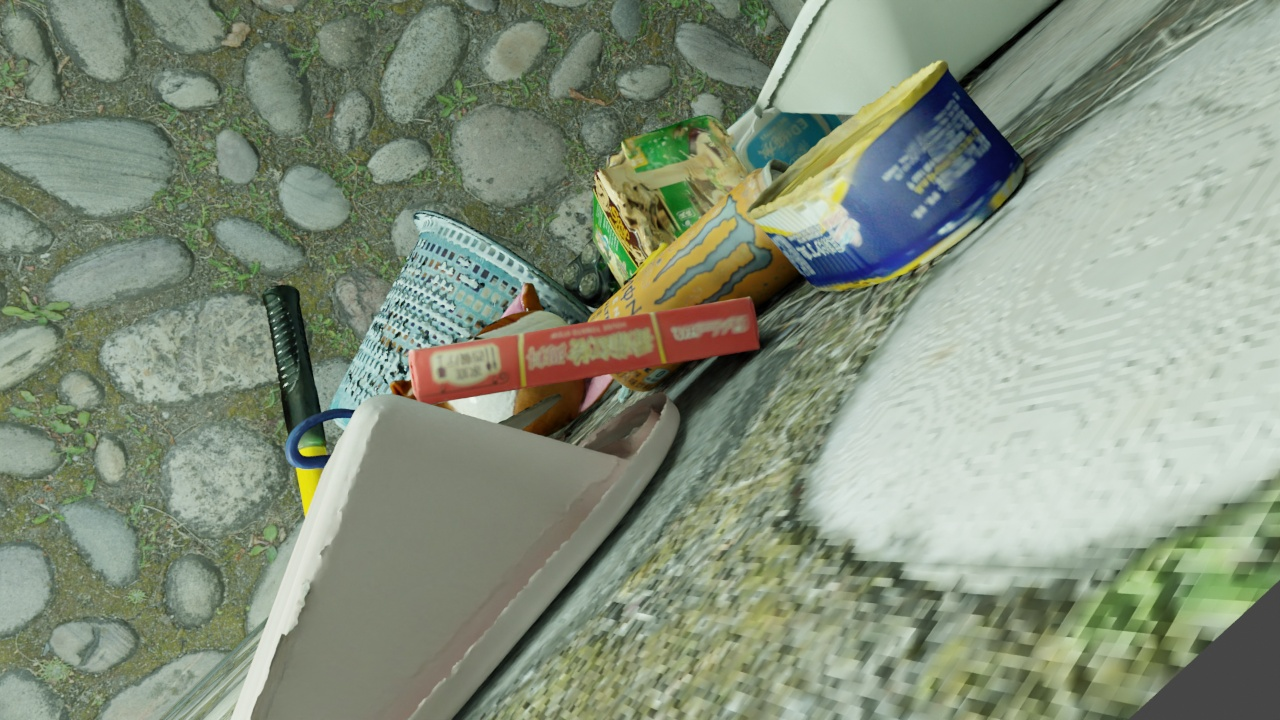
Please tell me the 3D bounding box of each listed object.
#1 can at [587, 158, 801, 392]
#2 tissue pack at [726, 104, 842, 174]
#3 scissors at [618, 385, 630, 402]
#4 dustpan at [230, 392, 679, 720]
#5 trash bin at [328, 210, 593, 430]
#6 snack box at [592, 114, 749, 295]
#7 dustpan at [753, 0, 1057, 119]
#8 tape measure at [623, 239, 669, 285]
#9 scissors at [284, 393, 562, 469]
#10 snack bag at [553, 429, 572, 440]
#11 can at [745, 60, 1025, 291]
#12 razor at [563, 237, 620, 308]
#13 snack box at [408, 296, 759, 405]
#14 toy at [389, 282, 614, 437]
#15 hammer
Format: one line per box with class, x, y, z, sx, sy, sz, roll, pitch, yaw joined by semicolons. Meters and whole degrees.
can;0.036;-0.043;0.506;0.146;0.058;0.058;-39;7;31
tissue pack;0.115;-0.178;0.798;0.140;0.090;0.063;-43;5;-7
scissors;-0.004;0.004;0.660;0.054;0.017;0.133;-48;8;19
dustpan;-0.085;0.121;0.385;0.223;0.138;0.273;-27;44;65
trash bin;-0.162;0.010;0.825;0.195;0.226;0.227;-56;8;-10
snack box;0.025;-0.102;0.712;0.117;0.118;0.106;-23;-16;-23
dustpan;0.179;-0.275;0.620;0.222;0.142;0.257;-39;28;0
tape measure;0.017;-0.041;0.622;0.057;0.060;0.029;-51;10;-20
scissors;-0.115;0.053;0.507;0.012;0.155;0.166;-2;47;54
snack bag;-0.084;0.079;0.586;0.105;0.026;0.045;-42;-3;-5
can;0.091;-0.069;0.369;0.074;0.049;0.148;-43;6;-4
razor;0.013;-0.089;0.805;0.167;0.068;0.062;-20;33;-30
snack box;-0.027;-0.004;0.431;0.153;0.025;0.075;-10;0;-8
toy;-0.117;0.033;0.671;0.199;0.140;0.131;-41;-26;-15
hammer;-0.277;0.074;0.770;0.032;0.300;0.129;-6;-23;-32
